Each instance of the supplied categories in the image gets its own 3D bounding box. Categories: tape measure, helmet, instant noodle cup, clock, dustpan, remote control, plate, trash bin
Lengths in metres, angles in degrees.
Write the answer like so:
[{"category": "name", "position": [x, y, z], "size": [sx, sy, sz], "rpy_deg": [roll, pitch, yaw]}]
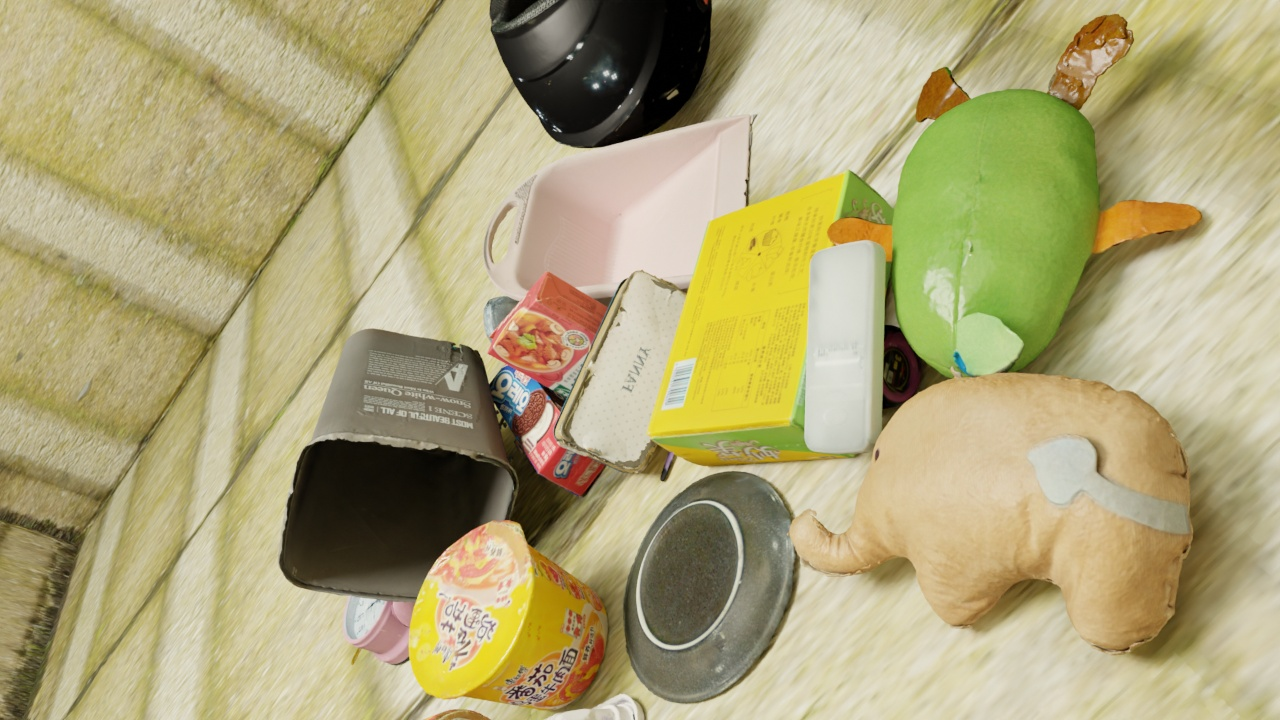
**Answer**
[{"category": "tape measure", "position": [0.158, 0.005, 0.618], "size": [0.039, 0.057, 0.057], "rpy_deg": [-10, 78, 54]}, {"category": "helmet", "position": [-0.031, -0.366, 1.043], "size": [0.234, 0.230, 0.273], "rpy_deg": [-6, 17, 43]}, {"category": "instant noodle cup", "position": [-0.072, 0.329, 0.671], "size": [0.174, 0.060, 0.137], "rpy_deg": [-38, 37, 29]}, {"category": "instant noodle cup", "position": [-0.148, 0.307, 0.618], "size": [0.109, 0.138, 0.137], "rpy_deg": [-33, 39, 23]}, {"category": "clock", "position": [-0.262, 0.256, 0.999], "size": [0.159, 0.059, 0.117], "rpy_deg": [-42, 36, 22]}, {"category": "dustpan", "position": [-0.030, -0.149, 0.936], "size": [0.274, 0.138, 0.222], "rpy_deg": [-31, 41, 39]}, {"category": "remote control", "position": [0.132, -0.008, 0.589], "size": [0.056, 0.020, 0.136], "rpy_deg": [-7, 77, 53]}, {"category": "instant noodle cup", "position": [-0.100, 0.216, 0.743], "size": [0.138, 0.109, 0.137], "rpy_deg": [-26, 46, 30]}, {"category": "plate", "position": [0.041, 0.161, 0.685], "size": [0.180, 0.024, 0.179], "rpy_deg": [-35, 39, 34]}, {"category": "trash bin", "position": [-0.238, 0.093, 0.923], "size": [0.219, 0.199, 0.199], "rpy_deg": [-106, 33, -54]}]

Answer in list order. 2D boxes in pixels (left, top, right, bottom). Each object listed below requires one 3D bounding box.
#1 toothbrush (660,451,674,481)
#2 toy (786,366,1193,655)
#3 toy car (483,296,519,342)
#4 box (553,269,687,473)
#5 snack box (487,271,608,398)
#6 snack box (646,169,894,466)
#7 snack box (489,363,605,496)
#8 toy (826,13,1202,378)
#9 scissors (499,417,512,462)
[{"category": "toothbrush", "position": [0.051, 0.018, 0.805], "size": [0.014, 0.016, 0.188], "rpy_deg": [-9, 59, 65]}, {"category": "toy", "position": [0.180, 0.075, 0.504], "size": [0.227, 0.082, 0.143], "rpy_deg": [-9, 69, 53]}, {"category": "toy car", "position": [-0.113, -0.038, 0.979], "size": [0.037, 0.120, 0.054], "rpy_deg": [-18, 73, 42]}, {"category": "box", "position": [-0.005, 0.005, 0.810], "size": [0.184, 0.090, 0.059], "rpy_deg": [-64, 7, -13]}, {"category": "snack box", "position": [-0.079, -0.012, 0.892], "size": [0.127, 0.113, 0.044], "rpy_deg": [-41, 26, 44]}, {"category": "snack box", "position": [0.103, -0.027, 0.711], "size": [0.158, 0.070, 0.209], "rpy_deg": [-12, 54, 50]}, {"category": "snack box", "position": [-0.099, 0.060, 0.936], "size": [0.058, 0.057, 0.207], "rpy_deg": [-53, 31, 4]}, {"category": "toy", "position": [0.223, -0.095, 0.582], "size": [0.227, 0.090, 0.246], "rpy_deg": [1, 68, 41]}, {"category": "scissors", "position": [-0.185, 0.135, 1.017], "size": [0.176, 0.012, 0.162], "rpy_deg": [-10, 62, 57]}]
